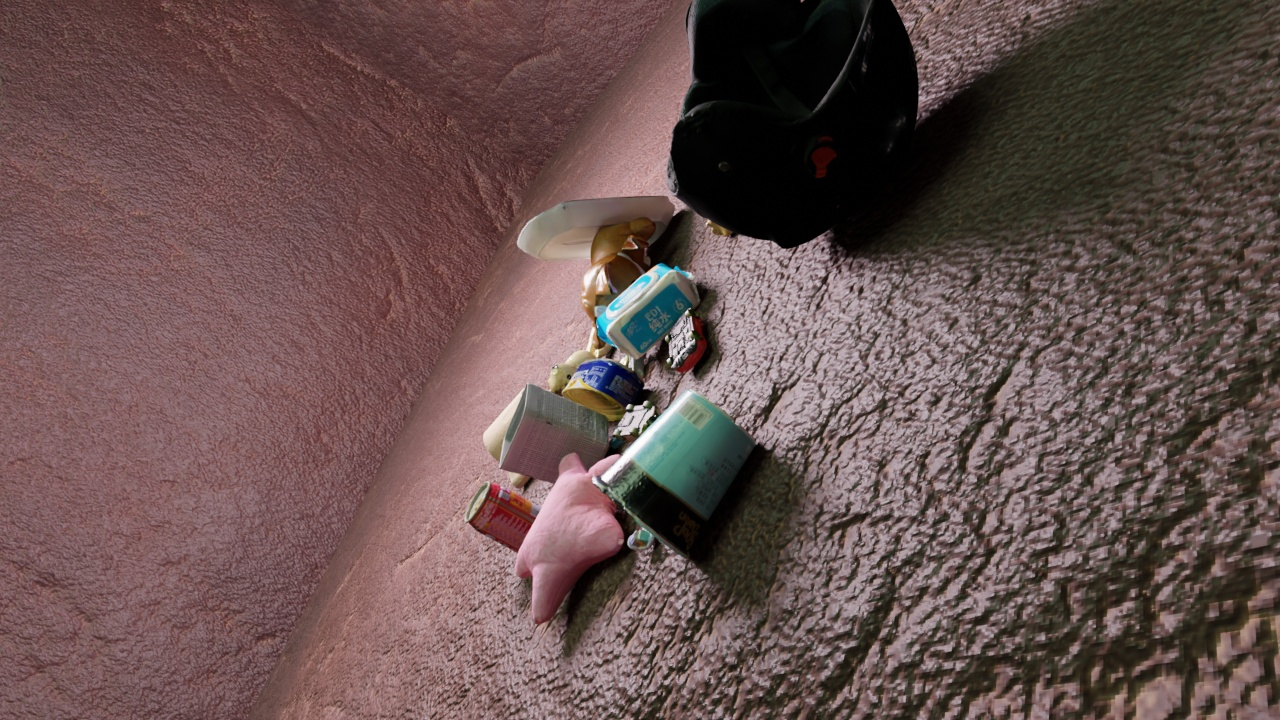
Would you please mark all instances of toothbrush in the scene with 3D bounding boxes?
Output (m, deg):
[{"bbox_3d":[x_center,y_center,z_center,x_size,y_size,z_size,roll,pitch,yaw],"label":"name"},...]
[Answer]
[{"bbox_3d":[0.016,0.117,0.947,0.029,0.021,0.188,-13,36,23],"label":"toothbrush"}]

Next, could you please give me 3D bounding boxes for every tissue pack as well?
[{"bbox_3d":[0.008,-0.067,1.181,0.140,0.063,0.090,-42,19,-1],"label":"tissue pack"}]

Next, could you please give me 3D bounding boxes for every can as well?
[{"bbox_3d":[-0.175,0.206,1.200,0.067,0.093,0.066,-50,18,23],"label":"can"},{"bbox_3d":[-0.048,0.038,1.180,0.049,0.074,0.148,-59,17,-16],"label":"can"}]

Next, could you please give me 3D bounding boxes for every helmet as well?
[{"bbox_3d":[0.144,-0.234,0.857,0.276,0.230,0.232,-30,40,39],"label":"helmet"}]

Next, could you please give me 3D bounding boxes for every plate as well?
[{"bbox_3d":[-0.063,-0.201,1.448,0.162,0.265,0.034,-40,65,53],"label":"plate"}]

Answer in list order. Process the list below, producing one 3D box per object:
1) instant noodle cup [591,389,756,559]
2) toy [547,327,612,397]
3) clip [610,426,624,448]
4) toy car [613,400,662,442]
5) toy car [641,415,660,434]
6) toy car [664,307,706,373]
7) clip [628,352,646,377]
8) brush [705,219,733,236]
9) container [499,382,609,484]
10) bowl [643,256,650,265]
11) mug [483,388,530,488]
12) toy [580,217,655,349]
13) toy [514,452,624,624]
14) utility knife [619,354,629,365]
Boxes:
[{"bbox_3d":[0.037,0.094,0.808,0.120,0.111,0.111,-51,16,-5],"label":"instant noodle cup"},{"bbox_3d":[-0.083,-0.001,1.362,0.105,0.066,0.156,-4,39,41],"label":"toy"},{"bbox_3d":[-0.018,0.084,1.113,0.056,0.014,0.040,-42,23,41],"label":"clip"},{"bbox_3d":[0.000,0.073,1.043,0.042,0.035,0.091,-64,14,-16],"label":"toy car"},{"bbox_3d":[0.021,0.101,0.925,0.032,0.048,0.105,73,-157,-47],"label":"toy car"},{"bbox_3d":[0.055,-0.024,1.070,0.049,0.031,0.106,-51,19,20],"label":"toy car"},{"bbox_3d":[-0.005,0.005,1.202,0.033,0.025,0.057,-49,23,42],"label":"clip"},{"bbox_3d":[0.154,-0.232,1.118,0.255,0.046,0.083,-42,18,57],"label":"brush"},{"bbox_3d":[-0.104,0.098,1.137,0.090,0.114,0.090,-96,29,-64],"label":"container"},{"bbox_3d":[-0.043,-0.135,1.487,0.118,0.064,0.118,-50,19,23],"label":"bowl"},{"bbox_3d":[-0.174,0.117,1.405,0.104,0.084,0.124,-48,43,24],"label":"mug"},{"bbox_3d":[-0.028,-0.117,1.336,0.199,0.130,0.140,-66,-16,-51],"label":"toy"},{"bbox_3d":[-0.073,0.190,0.986,0.179,0.074,0.194,0,62,58],"label":"toy"},{"bbox_3d":[-0.060,0.073,1.260,0.206,0.021,0.031,-66,12,-11],"label":"utility knife"}]
